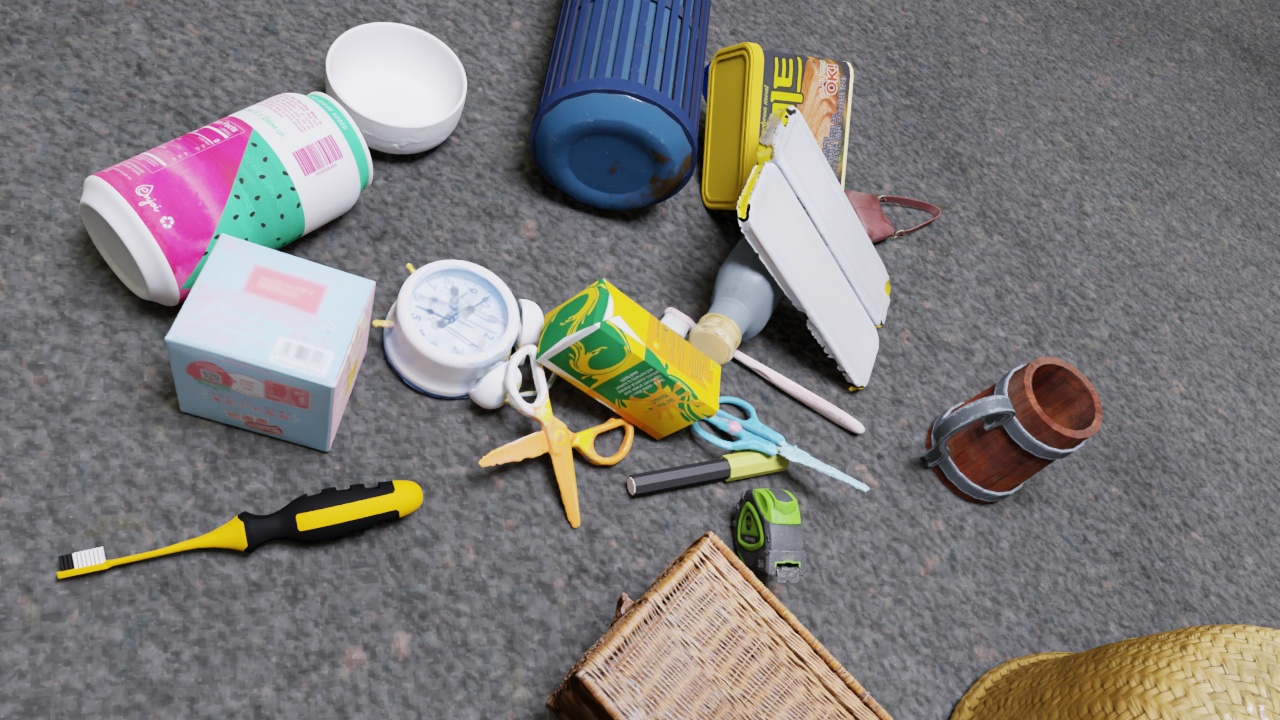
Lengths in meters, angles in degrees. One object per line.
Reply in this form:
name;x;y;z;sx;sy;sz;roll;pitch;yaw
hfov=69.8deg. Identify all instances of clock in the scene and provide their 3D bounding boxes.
clock;-0.114;-0.016;0.626;0.125;0.052;0.088;25;55;-10

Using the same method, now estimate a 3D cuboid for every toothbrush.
toothbrush;0.095;0.011;0.710;0.181;0.016;0.018;30;62;-1
toothbrush;-0.224;0.099;0.530;0.196;0.031;0.031;-11;90;-21

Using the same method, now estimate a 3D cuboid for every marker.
marker;0.049;0.077;0.652;0.123;0.018;0.021;-7;64;-24

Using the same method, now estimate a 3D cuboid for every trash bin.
trash bin;-0.009;-0.251;0.751;0.139;0.140;0.249;15;59;-13

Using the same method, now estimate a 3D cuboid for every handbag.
handbag;0.232;-0.133;0.844;0.119;0.029;0.055;-9;67;-31

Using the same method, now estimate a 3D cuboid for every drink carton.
drink carton;-0.004;0.004;0.623;0.122;0.058;0.041;36;44;-30

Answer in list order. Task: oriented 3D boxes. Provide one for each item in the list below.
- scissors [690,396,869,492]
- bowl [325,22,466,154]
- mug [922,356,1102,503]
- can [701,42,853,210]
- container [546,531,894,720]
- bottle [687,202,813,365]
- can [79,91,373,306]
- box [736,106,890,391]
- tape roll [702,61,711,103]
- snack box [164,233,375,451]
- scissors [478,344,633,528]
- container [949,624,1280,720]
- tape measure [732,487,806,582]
scissors;0.101;0.064;0.662;0.137;0.015;0.056;28;39;15
bowl;-0.188;-0.202;0.704;0.105;0.054;0.104;8;60;-15
mug;0.267;0.053;0.692;0.117;0.111;0.081;-3;62;-22
can;0.115;-0.191;0.771;0.101;0.072;0.131;-1;100;-24
container;0.052;0.212;0.516;0.112;0.114;0.198;-38;78;-29
bottle;0.083;-0.057;0.699;0.046;0.072;0.160;22;46;15
can;-0.264;-0.109;0.598;0.088;0.088;0.165;45;56;8
box;0.140;-0.082;0.707;0.209;0.023;0.126;50;46;-36
tape roll;0.103;-0.252;0.866;0.093;0.016;0.091;45;56;8
snack box;-0.219;-0.008;0.553;0.093;0.095;0.079;17;56;-10
scissors;-0.055;0.048;0.611;0.125;0.011;0.128;-16;89;-40
container;0.347;0.305;0.527;0.306;0.197;0.306;11;57;-17
tape measure;0.089;0.115;0.617;0.035;0.066;0.058;4;84;-16
